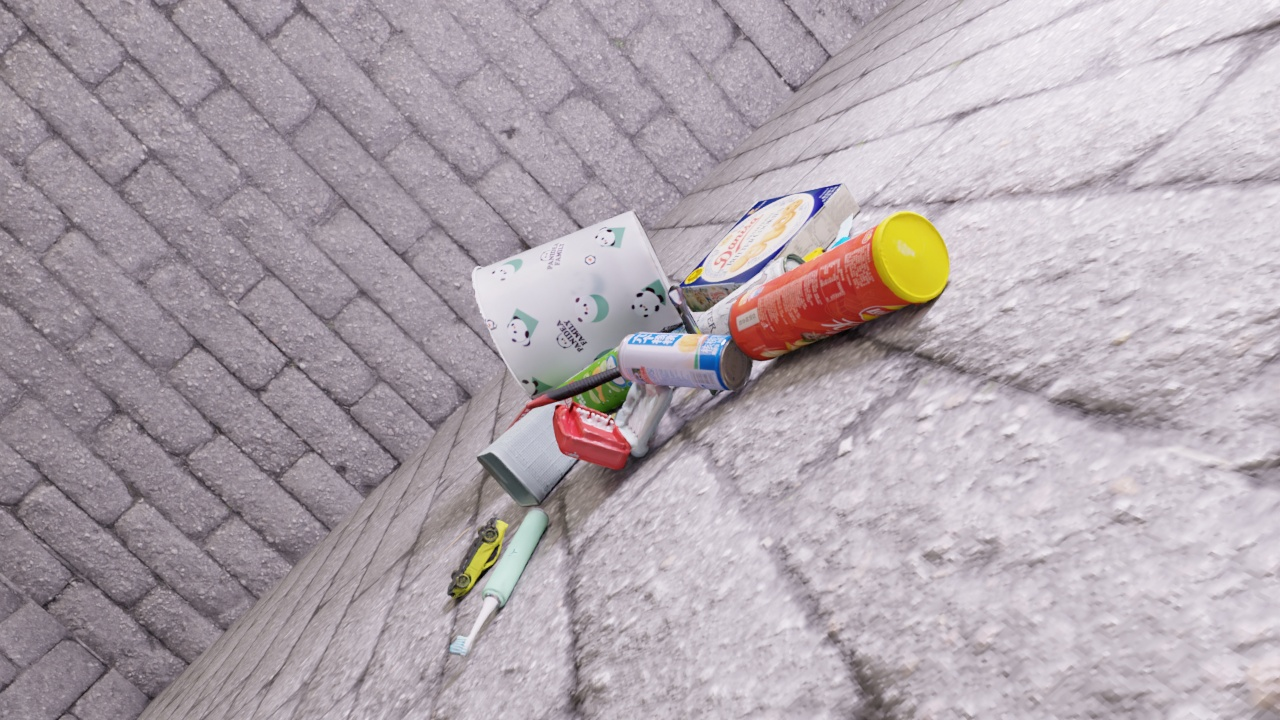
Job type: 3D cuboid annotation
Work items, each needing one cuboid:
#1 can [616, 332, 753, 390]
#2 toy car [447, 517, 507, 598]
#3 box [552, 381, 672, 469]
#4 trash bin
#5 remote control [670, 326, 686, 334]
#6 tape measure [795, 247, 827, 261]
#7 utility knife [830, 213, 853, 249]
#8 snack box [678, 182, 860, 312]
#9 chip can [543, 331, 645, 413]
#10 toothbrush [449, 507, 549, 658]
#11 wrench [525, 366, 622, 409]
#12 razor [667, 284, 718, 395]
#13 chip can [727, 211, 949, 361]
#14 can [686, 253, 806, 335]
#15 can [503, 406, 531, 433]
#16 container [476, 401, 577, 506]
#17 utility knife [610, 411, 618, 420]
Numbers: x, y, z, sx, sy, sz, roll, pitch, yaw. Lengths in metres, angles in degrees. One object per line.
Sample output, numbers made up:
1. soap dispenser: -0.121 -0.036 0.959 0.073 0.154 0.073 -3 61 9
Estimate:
1. can: 0.042 0.000 0.915 0.135 0.053 0.053 4 42 40
2. toy car: -0.190 0.233 1.076 0.105 0.032 0.048 -58 13 -13
3. box: -0.033 0.053 1.018 0.201 0.110 0.100 -145 73 -81
4. trash bin: -0.085 -0.088 1.366 0.252 0.229 0.229 -25 13 7
5. remote control: 0.065 -0.029 1.175 0.048 0.024 0.125 -49 14 -29
6. tape measure: 0.175 -0.095 1.006 0.060 0.029 0.057 -35 14 41
7. utility knife: 0.209 -0.112 0.966 0.034 0.018 0.233 -39 12 31
8. snack box: 0.153 -0.136 1.138 0.177 0.046 0.183 -47 21 -19
9. chip can: -0.056 0.038 1.238 0.237 0.072 0.072 -33 15 46
10. toothbrush: -0.139 0.222 0.933 0.223 0.027 0.026 -63 -18 -61
11. wrench: -0.006 0.006 1.070 0.273 0.016 0.056 -21 -6 6
12. razor: 0.058 -0.031 0.964 0.043 0.022 0.142 -45 50 24
13. chip can: 0.159 -0.055 0.783 0.073 0.073 0.217 -49 11 -29
14. can: 0.117 -0.051 0.966 0.147 0.058 0.058 -36 12 37
15. can: -0.168 0.116 1.369 0.067 0.066 0.093 -37 12 33
16. container: -0.134 0.117 1.181 0.111 0.090 0.090 -45 10 -25
17. utility knife: -0.058 0.090 1.214 0.202 0.021 0.030 -24 27 50
